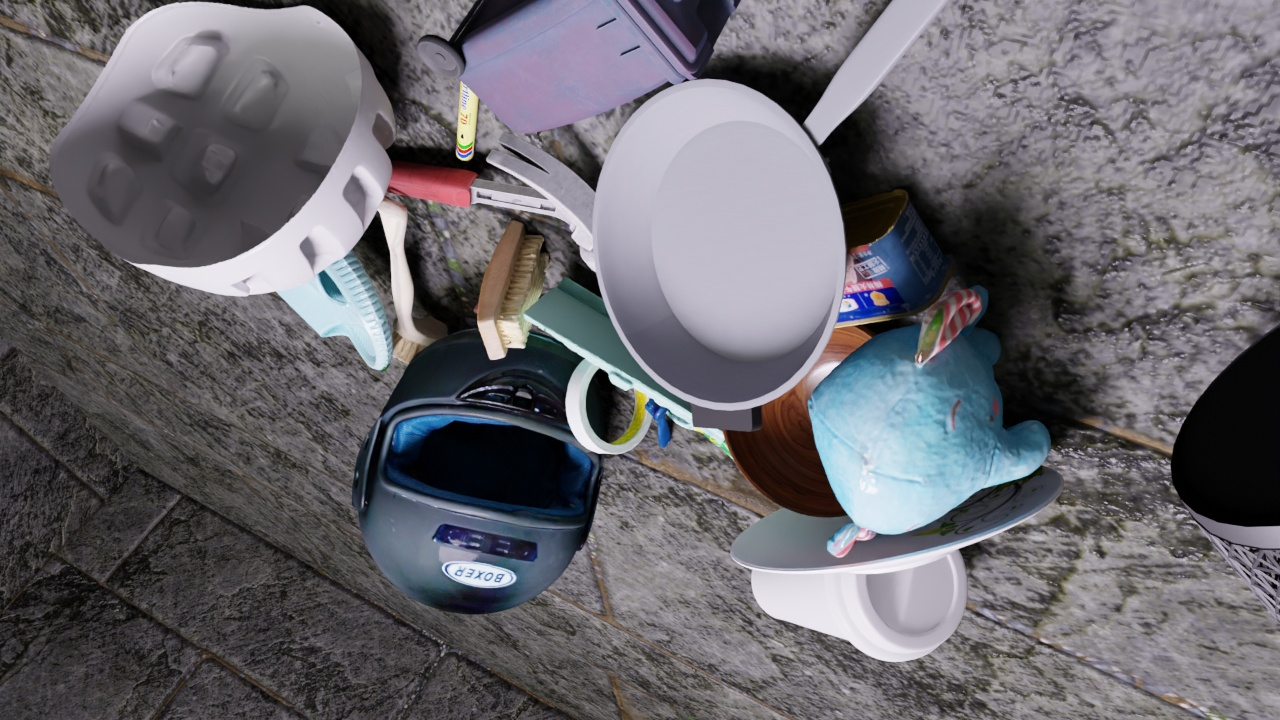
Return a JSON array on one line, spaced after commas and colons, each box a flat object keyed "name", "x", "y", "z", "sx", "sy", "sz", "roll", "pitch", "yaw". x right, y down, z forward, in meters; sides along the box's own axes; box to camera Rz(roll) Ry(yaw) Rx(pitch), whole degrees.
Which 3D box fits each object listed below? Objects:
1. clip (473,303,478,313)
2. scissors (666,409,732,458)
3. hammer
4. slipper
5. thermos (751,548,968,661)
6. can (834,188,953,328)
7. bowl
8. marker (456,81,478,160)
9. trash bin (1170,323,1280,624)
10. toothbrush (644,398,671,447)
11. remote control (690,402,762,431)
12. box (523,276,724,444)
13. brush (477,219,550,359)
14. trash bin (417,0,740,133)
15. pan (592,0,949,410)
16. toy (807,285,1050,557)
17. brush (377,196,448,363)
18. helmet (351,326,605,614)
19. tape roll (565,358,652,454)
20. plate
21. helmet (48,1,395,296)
[{"name": "clip", "x": -0.142, "y": -0.055, "z": 0.889, "sx": 0.060, "sy": 0.023, "sz": 0.044, "roll": 13, "pitch": 140, "yaw": 30}, {"name": "scissors", "x": 0.068, "y": 0.074, "z": 0.882, "sx": 0.071, "sy": 0.014, "sz": 0.130, "roll": -6, "pitch": 132, "yaw": 49}, {"name": "hammer", "x": -0.161, "y": -0.144, "z": 0.748, "sx": 0.316, "sy": 0.036, "sz": 0.126, "roll": 16, "pitch": 160, "yaw": 35}, {"name": "slipper", "x": -0.320, "y": -0.103, "z": 0.874, "sx": 0.116, "sy": 0.069, "sz": 0.276, "roll": 0, "pitch": 119, "yaw": 56}, {"name": "thermos", "x": 0.190, "y": 0.207, "z": 0.862, "sx": 0.131, "sy": 0.131, "sz": 0.222, "roll": 38, "pitch": 158, "yaw": -8}, {"name": "can", "x": 0.135, "y": -0.061, "z": 0.573, "sx": 0.100, "sy": 0.053, "sz": 0.059, "roll": -9, "pitch": 129, "yaw": 50}, {"name": "bowl", "x": 0.139, "y": 0.035, "z": 0.679, "sx": 0.147, "sy": 0.068, "sz": 0.147, "roll": 6, "pitch": 101, "yaw": 30}, {"name": "marker", "x": -0.125, "y": -0.194, "z": 0.672, "sx": 0.014, "sy": 0.014, "sz": 0.133, "roll": 32, "pitch": 151, "yaw": 3}, {"name": "trash bin", "x": 0.395, "y": 0.095, "z": 0.408, "sx": 0.243, "sy": 0.216, "sz": 0.217, "roll": 43, "pitch": 150, "yaw": -3}, {"name": "toothbrush", "x": 0.018, "y": 0.059, "z": 0.847, "sx": 0.017, "sy": 0.016, "sz": 0.190, "roll": 41, "pitch": 172, "yaw": 11}, {"name": "remote control", "x": 0.060, "y": -0.016, "z": 0.668, "sx": 0.058, "sy": 0.013, "sz": 0.133, "roll": 2, "pitch": 96, "yaw": 44}, {"name": "box", "x": 0.000, "y": -0.004, "z": 0.764, "sx": 0.187, "sy": 0.057, "sz": 0.138, "roll": 31, "pitch": -177, "yaw": 2}, {"name": "brush", "x": -0.105, "y": -0.059, "z": 0.762, "sx": 0.039, "sy": 0.116, "sz": 0.049, "roll": 6, "pitch": 143, "yaw": 10}, {"name": "trash bin", "x": -0.032, "y": -0.192, "z": 0.503, "sx": 0.161, "sy": 0.093, "sz": 0.092, "roll": -3, "pitch": 144, "yaw": 49}, {"name": "pan", "x": 0.085, "y": -0.111, "z": 0.516, "sx": 0.358, "sy": 0.050, "sz": 0.200, "roll": -47, "pitch": 68, "yaw": 43}, {"name": "toy", "x": 0.178, "y": 0.035, "z": 0.540, "sx": 0.115, "sy": 0.180, "sz": 0.184, "roll": 33, "pitch": 123, "yaw": 33}, {"name": "brush", "x": -0.227, "y": -0.068, "z": 0.886, "sx": 0.062, "sy": 0.077, "sz": 0.273, "roll": 17, "pitch": 152, "yaw": 2}, {"name": "helmet", "x": -0.158, "y": 0.130, "z": 0.919, "sx": 0.249, "sy": 0.235, "sz": 0.317, "roll": 16, "pitch": 156, "yaw": -18}, {"name": "tape roll", "x": -0.027, "y": 0.038, "z": 0.840, "sx": 0.019, "sy": 0.093, "sz": 0.094, "roll": -2, "pitch": 136, "yaw": 46}, {"name": "plate", "x": 0.178, "y": 0.119, "z": 0.643, "sx": 0.230, "sy": 0.228, "sz": 0.030, "roll": -14, "pitch": 92, "yaw": 53}, {"name": "helmet", "x": -0.297, "y": -0.158, "z": 0.694, "sx": 0.283, "sy": 0.224, "sz": 0.183, "roll": 8, "pitch": 166, "yaw": 43}]
